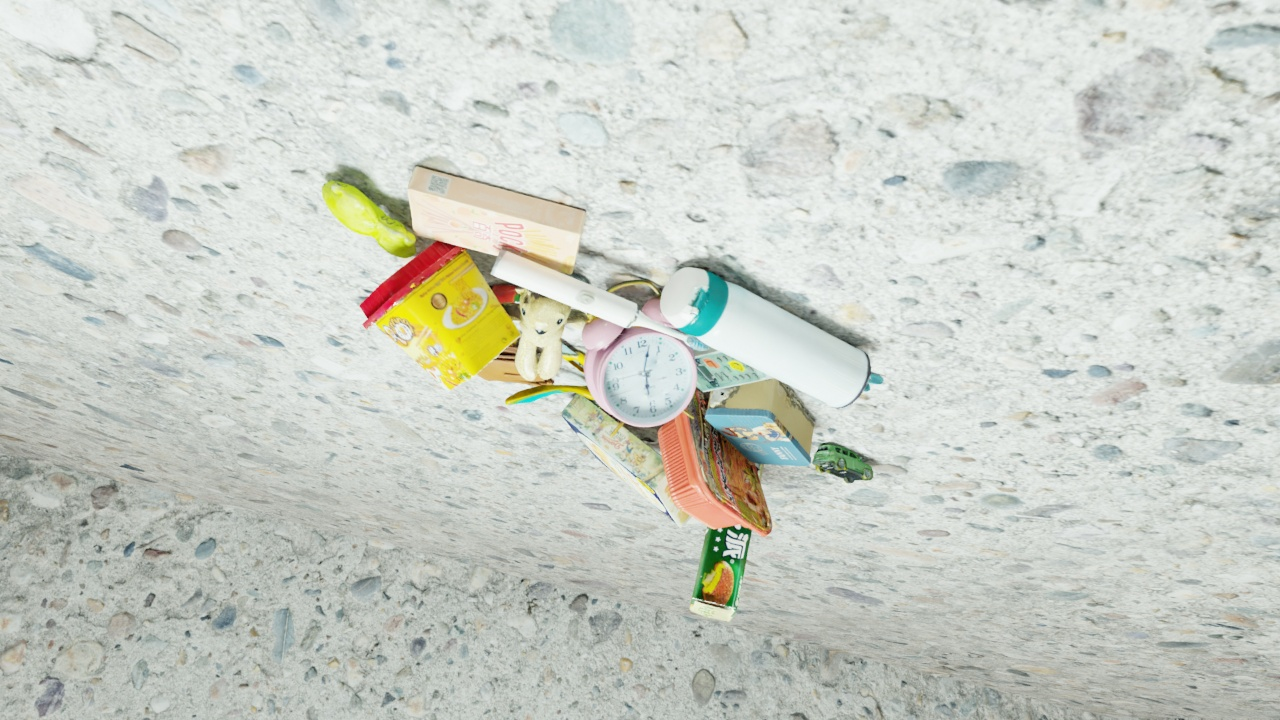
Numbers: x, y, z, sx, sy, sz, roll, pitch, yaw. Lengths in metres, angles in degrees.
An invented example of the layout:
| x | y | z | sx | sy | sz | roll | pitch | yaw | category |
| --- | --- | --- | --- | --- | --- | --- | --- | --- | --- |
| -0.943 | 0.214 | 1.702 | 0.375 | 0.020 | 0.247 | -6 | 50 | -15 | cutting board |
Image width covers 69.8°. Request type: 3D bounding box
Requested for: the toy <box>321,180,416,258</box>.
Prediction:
| x | y | z | sx | sy | sz | roll | pitch | yaw | category |
| --- | --- | --- | --- | --- | --- | --- | --- | --- | --- |
| -0.259 | -0.133 | 0.870 | 0.100 | 0.031 | 0.097 | 31 | 163 | -3 | toy |

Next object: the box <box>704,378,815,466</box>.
| x | y | z | sx | sy | sz | roll | pitch | yaw | category |
| --- | --- | --- | --- | --- | --- | --- | --- | --- | --- |
| 0.151 | 0.075 | 1.122 | 0.090 | 0.063 | 0.184 | -1 | 152 | 32 | box |

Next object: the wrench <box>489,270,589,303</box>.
| x | y | z | sx | sy | sz | roll | pitch | yaw | category |
| --- | --- | --- | --- | --- | --- | --- | --- | --- | --- |
| -0.173 | -0.073 | 1.005 | 0.274 | 0.016 | 0.056 | -1 | 150 | 29 | wrench |

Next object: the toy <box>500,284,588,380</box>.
| x | y | z | sx | sy | sz | roll | pitch | yaw | category |
| --- | --- | --- | --- | --- | --- | --- | --- | --- | --- |
| -0.104 | -0.029 | 0.964 | 0.105 | 0.066 | 0.158 | 10 | 148 | -5 | toy |

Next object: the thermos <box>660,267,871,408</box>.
| x | y | z | sx | sy | sz | roll | pitch | yaw | category |
| --- | --- | --- | --- | --- | --- | --- | --- | --- | --- |
| 0.121 | -0.023 | 0.902 | 0.224 | 0.073 | 0.073 | 25 | 155 | -25 | thermos |

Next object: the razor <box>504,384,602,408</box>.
| x | y | z | sx | sy | sz | roll | pitch | yaw | category |
| --- | --- | --- | --- | --- | --- | --- | --- | --- | --- |
| -0.109 | 0.045 | 1.171 | 0.132 | 0.028 | 0.043 | -2 | -153 | -27 | razor |

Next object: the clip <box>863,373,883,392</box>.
| x | y | z | sx | sy | sz | roll | pitch | yaw | category |
| --- | --- | --- | --- | --- | --- | --- | --- | --- | --- |
| 0.236 | 0.019 | 1.006 | 0.055 | 0.013 | 0.034 | 17 | 156 | -9 | clip |

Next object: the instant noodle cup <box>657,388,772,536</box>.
| x | y | z | sx | sy | sz | roll | pitch | yaw | category |
| --- | --- | --- | --- | --- | --- | --- | --- | --- | --- |
| 0.090 | 0.137 | 1.160 | 0.079 | 0.164 | 0.188 | -28 | 141 | 22 | instant noodle cup |

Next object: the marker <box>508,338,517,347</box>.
| x | y | z | sx | sy | sz | roll | pitch | yaw | category |
| --- | --- | --- | --- | --- | --- | --- | --- | --- | --- |
| -0.207 | -0.024 | 1.138 | 0.124 | 0.015 | 0.018 | 0 | 153 | 27 | marker |

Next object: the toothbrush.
| x | y | z | sx | sy | sz | roll | pitch | yaw | category |
| --- | --- | --- | --- | --- | --- | --- | --- | --- | --- |
| -0.035 | -0.053 | 0.875 | 0.221 | 0.027 | 0.026 | 22 | -163 | -11 | toothbrush |

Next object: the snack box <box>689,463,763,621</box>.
| x | y | z | sx | sy | sz | roll | pitch | yaw | category |
| --- | --- | --- | --- | --- | --- | --- | --- | --- | --- |
| 0.123 | 0.230 | 1.270 | 0.063 | 0.239 | 0.114 | 12 | 159 | 7 | snack box |

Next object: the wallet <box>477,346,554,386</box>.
| x | y | z | sx | sy | sz | roll | pitch | yaw | category |
| --- | --- | --- | --- | --- | --- | --- | --- | --- | --- |
| -0.170 | 0.006 | 1.149 | 0.108 | 0.031 | 0.132 | 7 | 168 | 10 | wallet |

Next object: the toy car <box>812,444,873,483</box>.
| x | y | z | sx | sy | sz | roll | pitch | yaw | category |
| --- | --- | --- | --- | --- | --- | --- | --- | --- | --- |
| 0.275 | 0.141 | 1.242 | 0.091 | 0.036 | 0.043 | 26 | 153 | -26 | toy car |

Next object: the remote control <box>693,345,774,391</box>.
| x | y | z | sx | sy | sz | roll | pitch | yaw | category |
| --- | --- | --- | --- | --- | --- | --- | --- | --- | --- |
| 0.102 | 0.003 | 1.014 | 0.135 | 0.019 | 0.056 | -13 | 128 | 47 | remote control |

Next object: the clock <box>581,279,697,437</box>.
| x | y | z | sx | sy | sz | roll | pitch | yaw | category |
| --- | --- | --- | --- | --- | --- | --- | --- | --- | --- |
| 0.000 | -0.006 | 0.935 | 0.117 | 0.158 | 0.060 | -13 | -163 | -7 | clock |

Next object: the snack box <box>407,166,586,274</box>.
| x | y | z | sx | sy | sz | roll | pitch | yaw | category |
| --- | --- | --- | --- | --- | --- | --- | --- | --- | --- |
| -0.132 | -0.126 | 0.843 | 0.157 | 0.026 | 0.085 | 15 | 158 | -3 | snack box |

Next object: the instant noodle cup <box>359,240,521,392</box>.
| x | y | z | sx | sy | sz | roll | pitch | yaw | category |
| --- | --- | --- | --- | --- | --- | --- | --- | --- | --- |
| -0.195 | -0.044 | 0.917 | 0.123 | 0.115 | 0.116 | 51 | 146 | -10 | instant noodle cup |

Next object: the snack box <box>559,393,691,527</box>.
| x | y | z | sx | sy | sz | roll | pitch | yaw | category |
| --- | --- | --- | --- | --- | --- | --- | --- | --- | --- |
| -0.013 | 0.141 | 1.284 | 0.182 | 0.045 | 0.178 | 36 | 168 | 27 | snack box |

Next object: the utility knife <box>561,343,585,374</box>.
| x | y | z | sx | sy | sz | roll | pitch | yaw | category |
| --- | --- | --- | --- | --- | --- | --- | --- | --- | --- |
| -0.060 | 0.017 | 1.155 | 0.033 | 0.015 | 0.190 | -4 | 152 | 34 | utility knife |
